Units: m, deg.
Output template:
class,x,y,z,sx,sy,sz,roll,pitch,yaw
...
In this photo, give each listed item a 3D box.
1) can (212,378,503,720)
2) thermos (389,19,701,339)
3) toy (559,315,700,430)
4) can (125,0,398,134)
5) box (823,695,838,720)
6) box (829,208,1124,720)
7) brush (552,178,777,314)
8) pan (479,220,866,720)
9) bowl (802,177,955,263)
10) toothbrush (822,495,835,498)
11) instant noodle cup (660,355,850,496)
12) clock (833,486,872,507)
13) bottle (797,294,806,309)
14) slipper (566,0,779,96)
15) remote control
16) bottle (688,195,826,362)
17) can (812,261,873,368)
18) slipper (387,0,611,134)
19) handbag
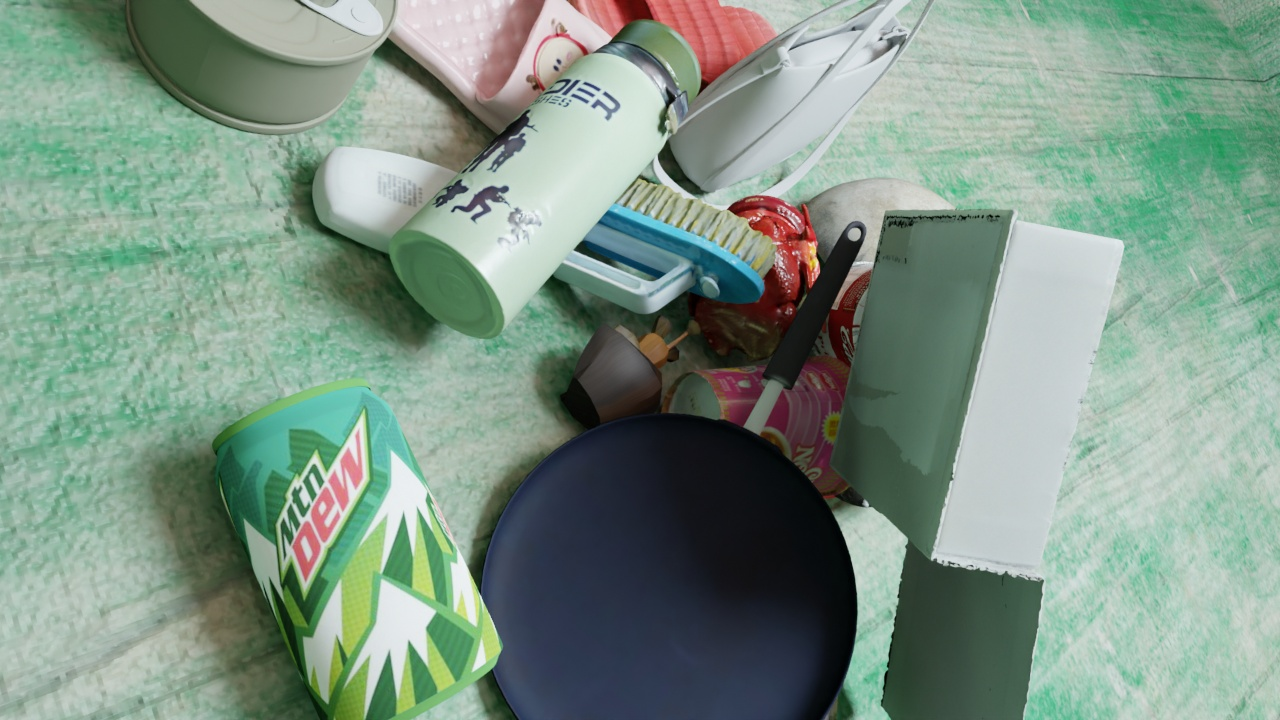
class,x,y,z,sx,sy,sz,roll,pitch,yaw
can,-0.129,0.088,0.416,0.082,0.083,0.144,-21,82,-43
thermos,-0.041,-0.116,0.539,0.082,0.083,0.230,44,57,-12
toy,-0.003,0.003,0.575,0.099,0.063,0.076,-38,130,-29
can,-0.208,-0.198,0.505,0.127,0.073,0.127,18,58,-31
box,0.060,0.184,0.542,0.117,0.051,0.205,28,53,-21
box,0.168,0.105,0.501,0.098,0.166,0.369,3,100,-5
brush,0.014,-0.064,0.582,0.136,0.055,0.075,24,66,22
pan,0.052,0.060,0.515,0.199,0.021,0.355,27,70,10
bowl,0.226,-0.095,0.758,0.178,0.081,0.178,25,37,-21
toothbrush,0.161,0.102,0.686,0.212,0.012,0.018,1,68,-38
instant noodle cup,0.077,0.043,0.600,0.108,0.098,0.097,2,67,-30
clock,0.155,0.068,0.666,0.091,0.044,0.122,0,50,-40
bottle,0.191,0.006,0.729,0.166,0.060,0.059,47,47,0
slipper,0.048,-0.272,0.755,0.248,0.059,0.103,-13,77,-43
remote control,-0.134,-0.089,0.539,0.114,0.028,0.060,10,65,-37
bottle,0.085,-0.060,0.647,0.099,0.099,0.110,40,45,-16
can,0.171,-0.025,0.636,0.086,0.116,0.086,0,96,-5
slipper,-0.081,-0.205,0.600,0.221,0.056,0.106,32,76,-26
handbag,0.130,-0.206,0.673,0.215,0.223,0.095,-32,89,-43
